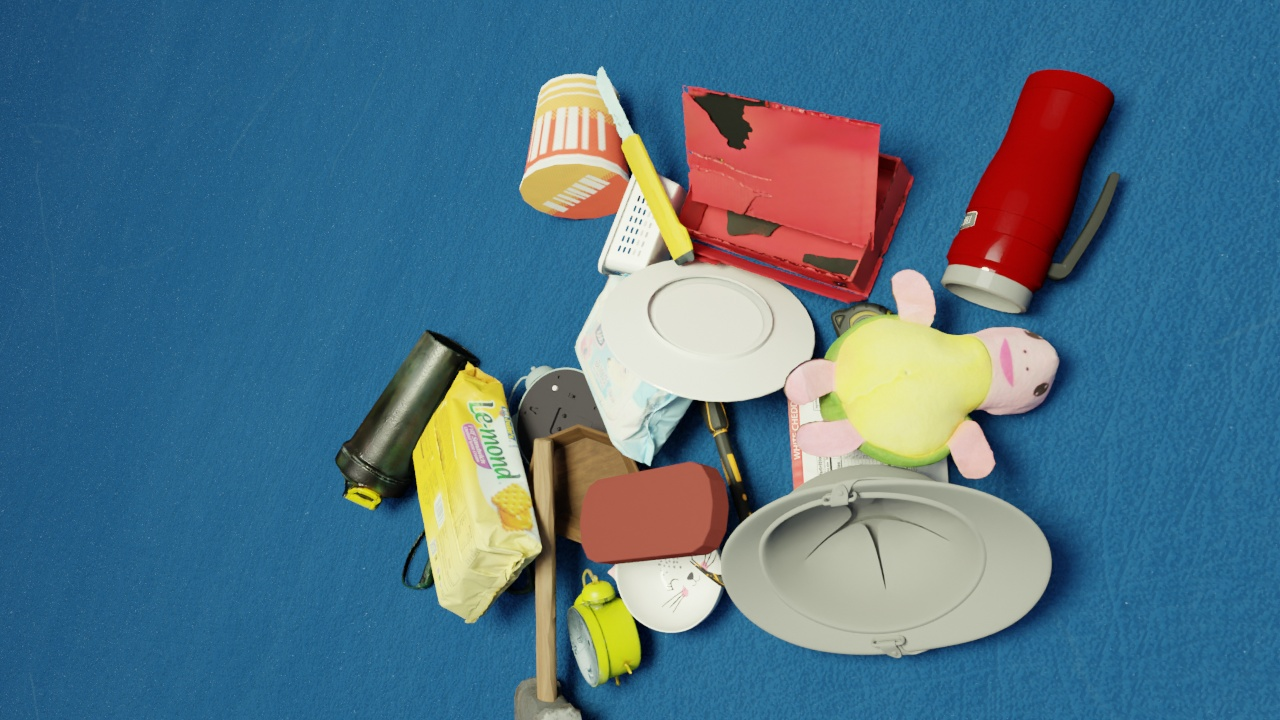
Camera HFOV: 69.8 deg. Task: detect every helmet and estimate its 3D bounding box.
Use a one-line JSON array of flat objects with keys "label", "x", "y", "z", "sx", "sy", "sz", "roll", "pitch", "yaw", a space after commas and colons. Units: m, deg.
[{"label": "helmet", "x": 0.211, "y": 0.153, "z": 0.812, "sx": 0.272, "sy": 0.117, "sz": 0.183, "roll": -13, "pitch": 112, "yaw": 23}]

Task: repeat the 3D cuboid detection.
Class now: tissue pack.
[{"label": "tissue pack", "x": -0.006, "y": 0.005, "z": 0.936, "sx": 0.112, "sy": 0.070, "sz": 0.181, "roll": -58, "pitch": 38, "yaw": 31}]

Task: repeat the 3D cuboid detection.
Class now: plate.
[{"label": "plate", "x": 0.066, "y": -0.040, "z": 0.892, "sx": 0.208, "sy": 0.208, "sz": 0.015, "roll": 36, "pitch": 142, "yaw": 28}, {"label": "plate", "x": -0.056, "y": 0.129, "z": 0.964, "sx": 0.131, "sy": 0.025, "sz": 0.131, "roll": 3, "pitch": 100, "yaw": 14}]

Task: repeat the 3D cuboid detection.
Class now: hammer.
[{"label": "hammer", "x": 0.077, "y": 0.072, "z": 0.924, "sx": 0.123, "sy": 0.036, "sz": 0.320, "roll": -12, "pitch": 68, "yaw": -10}, {"label": "hammer", "x": -0.097, "y": 0.244, "z": 0.942, "sx": 0.098, "sy": 0.052, "sz": 0.328, "roll": -172, "pitch": 82, "yaw": -70}]

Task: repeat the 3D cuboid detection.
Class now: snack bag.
[{"label": "snack bag", "x": 0.210, "y": 0.059, "z": 0.862, "sx": 0.144, "sy": 0.039, "sz": 0.131, "roll": -3, "pitch": 92, "yaw": 23}, {"label": "snack bag", "x": -0.185, "y": 0.142, "z": 0.987, "sx": 0.160, "sy": 0.068, "sz": 0.247, "roll": -55, "pitch": 43, "yaw": 40}]

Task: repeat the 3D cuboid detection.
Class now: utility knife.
[{"label": "utility knife", "x": 0.002, "y": -0.201, "z": 0.945, "sx": 0.031, "sy": 0.019, "sz": 0.224, "roll": -28, "pitch": 88, "yaw": 39}]

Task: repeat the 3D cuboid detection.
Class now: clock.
[{"label": "clock", "x": -0.087, "y": 0.067, "z": 1.025, "sx": 0.159, "sy": 0.045, "sz": 0.122, "roll": 23, "pitch": 93, "yaw": 30}, {"label": "clock", "x": -0.043, "y": 0.273, "z": 0.941, "sx": 0.083, "sy": 0.057, "sz": 0.119, "roll": 118, "pitch": 135, "yaw": -59}]

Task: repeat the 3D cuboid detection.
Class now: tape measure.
[{"label": "tape measure", "x": 0.219, "y": -0.025, "z": 0.881, "sx": 0.061, "sy": 0.034, "sz": 0.061, "roll": -14, "pitch": 87, "yaw": 30}]

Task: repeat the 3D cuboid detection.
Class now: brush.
[{"label": "brush", "x": 0.015, "y": 0.149, "z": 0.878, "sx": 0.174, "sy": 0.041, "sz": 0.082, "roll": -17, "pitch": 65, "yaw": 42}]

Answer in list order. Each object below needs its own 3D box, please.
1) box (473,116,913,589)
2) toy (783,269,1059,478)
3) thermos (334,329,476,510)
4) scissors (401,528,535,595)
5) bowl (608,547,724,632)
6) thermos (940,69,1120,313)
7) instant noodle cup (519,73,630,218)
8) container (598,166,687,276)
[{"label": "box", "x": 0.059, "y": -0.038, "z": 0.861, "sx": 0.214, "sy": 0.171, "sz": 0.476, "roll": 23, "pitch": 55, "yaw": 30}, {"label": "toy", "x": 0.242, "y": 0.019, "z": 0.790, "sx": 0.238, "sy": 0.088, "sz": 0.190, "roll": -15, "pitch": 67, "yaw": -4}, {"label": "thermos", "x": -0.285, "y": 0.073, "z": 1.105, "sx": 0.098, "sy": 0.098, "sz": 0.221, "roll": 35, "pitch": 94, "yaw": 28}, {"label": "scissors", "x": -0.215, "y": 0.216, "z": 1.086, "sx": 0.205, "sy": 0.015, "sz": 0.201, "roll": -39, "pitch": 64, "yaw": 18}, {"label": "bowl", "x": 0.037, "y": 0.214, "z": 0.927, "sx": 0.115, "sy": 0.050, "sz": 0.114, "roll": -6, "pitch": 77, "yaw": 25}, {"label": "thermos", "x": 0.351, "y": -0.142, "z": 0.806, "sx": 0.108, "sy": 0.084, "sz": 0.198, "roll": 23, "pitch": 90, "yaw": 12}, {"label": "instant noodle cup", "x": -0.070, "y": -0.243, "z": 1.033, "sx": 0.124, "sy": 0.123, "sz": 0.121, "roll": -9, "pitch": 70, "yaw": 27}, {"label": "container", "x": 0.009, "y": -0.143, "z": 0.993, "sx": 0.049, "sy": 0.080, "sz": 0.129, "roll": 22, "pitch": 92, "yaw": 18}]
